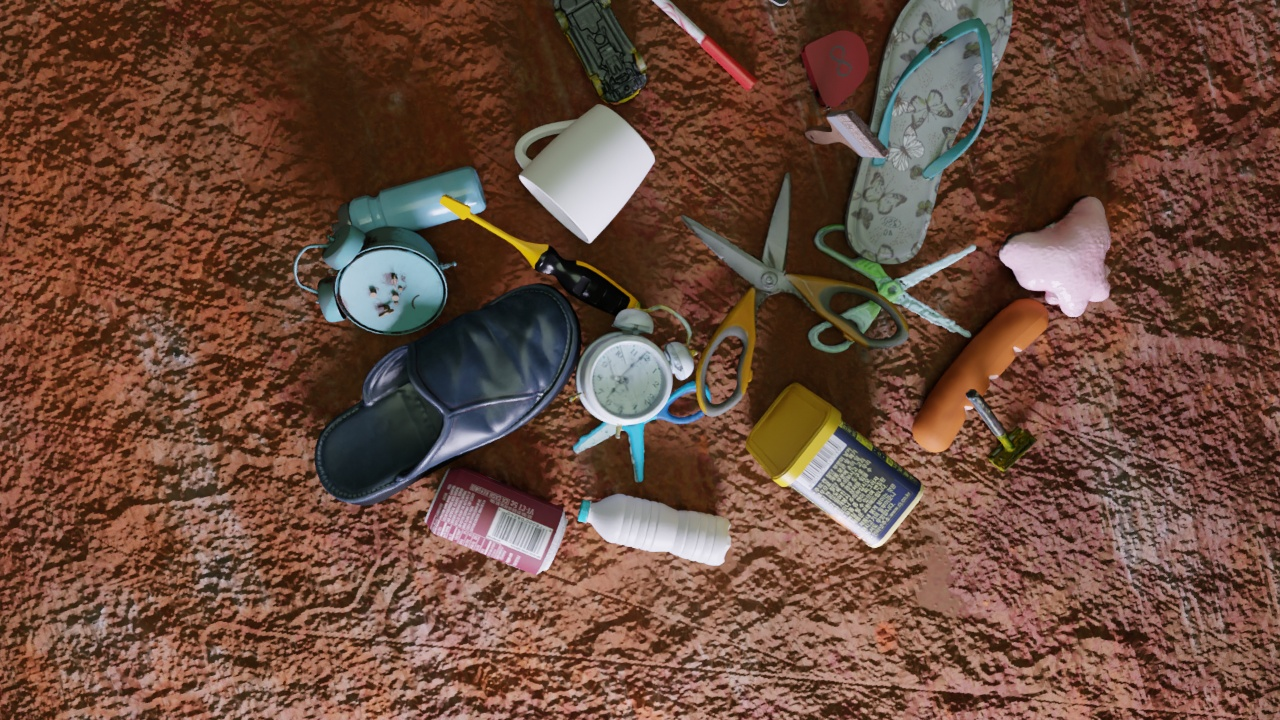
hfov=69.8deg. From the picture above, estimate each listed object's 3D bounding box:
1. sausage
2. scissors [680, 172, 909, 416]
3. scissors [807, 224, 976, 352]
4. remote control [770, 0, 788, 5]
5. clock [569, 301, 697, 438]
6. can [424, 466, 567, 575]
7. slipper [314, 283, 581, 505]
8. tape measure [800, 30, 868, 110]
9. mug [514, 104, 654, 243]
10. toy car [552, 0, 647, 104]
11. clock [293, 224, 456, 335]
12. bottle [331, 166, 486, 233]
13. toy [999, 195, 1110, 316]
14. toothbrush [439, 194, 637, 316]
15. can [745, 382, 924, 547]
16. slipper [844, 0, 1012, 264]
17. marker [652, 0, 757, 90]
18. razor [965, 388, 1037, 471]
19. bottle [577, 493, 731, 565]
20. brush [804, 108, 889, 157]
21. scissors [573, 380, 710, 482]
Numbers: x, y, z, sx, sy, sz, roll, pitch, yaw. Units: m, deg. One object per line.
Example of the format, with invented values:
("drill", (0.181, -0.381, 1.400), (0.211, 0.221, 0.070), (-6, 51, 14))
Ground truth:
("sausage", (0.302, 0.011, 0.823), (0.044, 0.039, 0.164), (37, 94, -13))
("scissors", (0.127, -0.050, 0.804), (0.230, 0.016, 0.225), (15, 90, 4))
("scissors", (0.222, -0.058, 0.826), (0.171, 0.024, 0.165), (32, 89, -4))
("remote control", (0.073, -0.359, 0.779), (0.146, 0.008, 0.045), (31, 95, -6))
("clock", (-0.005, 0.005, 0.789), (0.083, 0.057, 0.117), (39, 85, -7))
("can", (-0.126, 0.140, 0.806), (0.114, 0.063, 0.063), (24, 95, -6))
("slipper", (-0.169, 0.028, 0.768), (0.265, 0.083, 0.109), (-33, 77, 2))
("tape measure", (0.171, -0.253, 0.793), (0.051, 0.019, 0.059), (-24, 105, -2))
("mug", (-0.053, -0.167, 0.770), (0.114, 0.081, 0.087), (41, 87, 24))
("toy car", (-0.034, -0.269, 0.774), (0.049, 0.030, 0.107), (-29, 100, 2))
("clock", (-0.221, -0.069, 0.759), (0.124, 0.053, 0.090), (11, 125, -22))
("bottle", (-0.198, -0.129, 0.779), (0.130, 0.040, 0.040), (-16, 98, -1))
("toy", (0.377, -0.089, 0.809), (0.102, 0.050, 0.093), (-31, 95, -2))
("toothbrush", (-0.082, -0.086, 0.780), (0.196, 0.030, 0.031), (30, 110, -19))
("can", (0.162, 0.087, 0.779), (0.104, 0.135, 0.075), (37, 94, -9))
("slipper", (0.242, -0.214, 0.781), (0.098, 0.054, 0.269), (21, 94, -3))
("marker", (0.044, -0.283, 0.785), (0.142, 0.013, 0.013), (41, 93, -7))
("razor", (0.314, 0.056, 0.816), (0.042, 0.026, 0.106), (-44, 127, 5))
("bottle", (0.012, 0.149, 0.824), (0.136, 0.044, 0.044), (13, 96, -5))
("brush", (0.156, -0.182, 0.738), (0.008, 0.143, 0.045), (-45, 106, 4))
("scissors", (0.001, 0.043, 0.827), (0.140, 0.011, 0.134), (-8, 95, -3))
